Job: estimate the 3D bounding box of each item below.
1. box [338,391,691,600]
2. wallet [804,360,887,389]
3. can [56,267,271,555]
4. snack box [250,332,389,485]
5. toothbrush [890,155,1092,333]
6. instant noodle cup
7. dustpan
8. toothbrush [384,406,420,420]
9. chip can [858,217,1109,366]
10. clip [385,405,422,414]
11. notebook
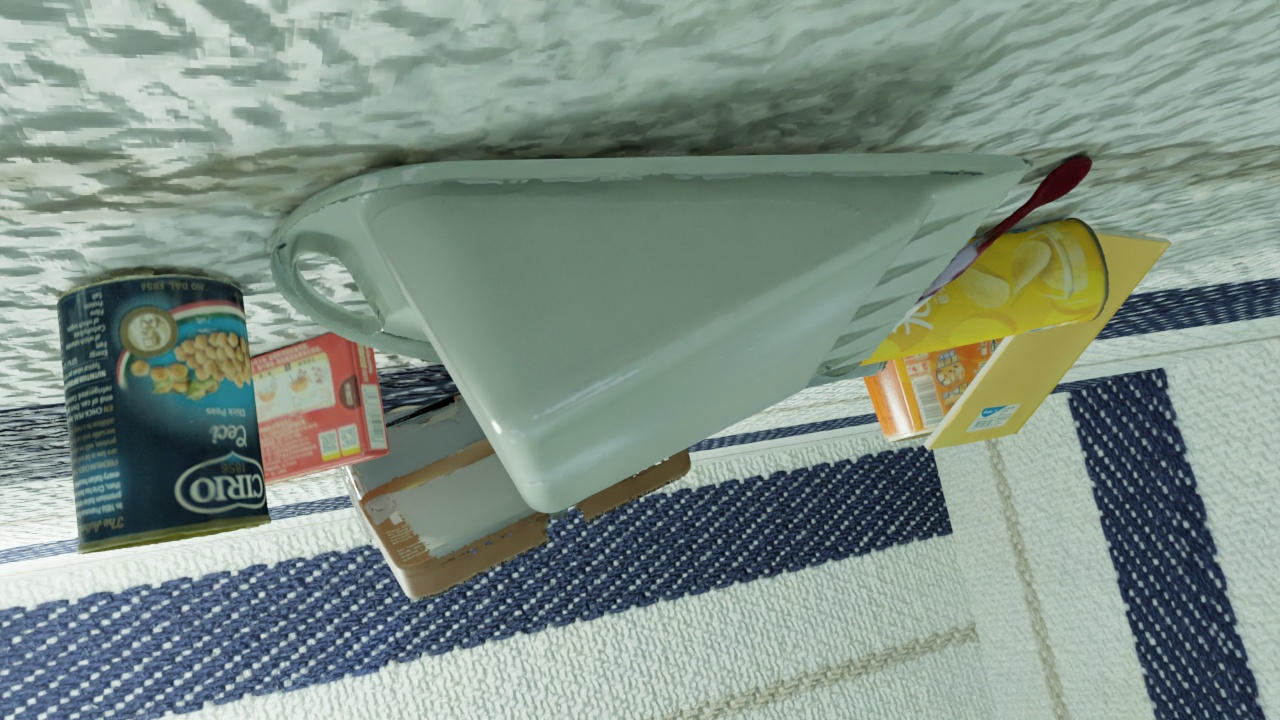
[{"bbox_3d":[-0.099,0.063,0.606,0.178,0.103,0.261,-23,-179,-21],"label":"box"},{"bbox_3d":[0.141,-0.022,0.693,0.106,0.037,0.130,-12,151,1],"label":"wallet"},{"bbox_3d":[-0.209,0.023,0.403,0.075,0.111,0.075,-10,172,-2],"label":"can"},{"bbox_3d":[-0.226,0.036,0.559,0.153,0.075,0.025,-15,171,21],"label":"snack box"},{"bbox_3d":[0.172,-0.049,0.519,0.188,0.016,0.017,-43,165,32],"label":"toothbrush"},{"bbox_3d":[0.277,0.011,0.856,0.151,0.111,0.151,-11,170,-2],"label":"instant noodle cup"},{"bbox_3d":[-0.014,-0.034,0.410,0.257,0.142,0.223,-28,165,-11],"label":"dustpan"},{"bbox_3d":[-0.127,0.040,0.810,0.220,0.026,0.026,-12,180,-29],"label":"toothbrush"},{"bbox_3d":[0.182,-0.039,0.596,0.213,0.072,0.072,-12,170,-1],"label":"chip can"},{"bbox_3d":[-0.223,0.059,0.821,0.097,0.035,0.101,-13,163,39],"label":"clip"},{"bbox_3d":[0.322,-0.012,0.725,0.145,0.010,0.207,-3,131,-40],"label":"notebook"}]
